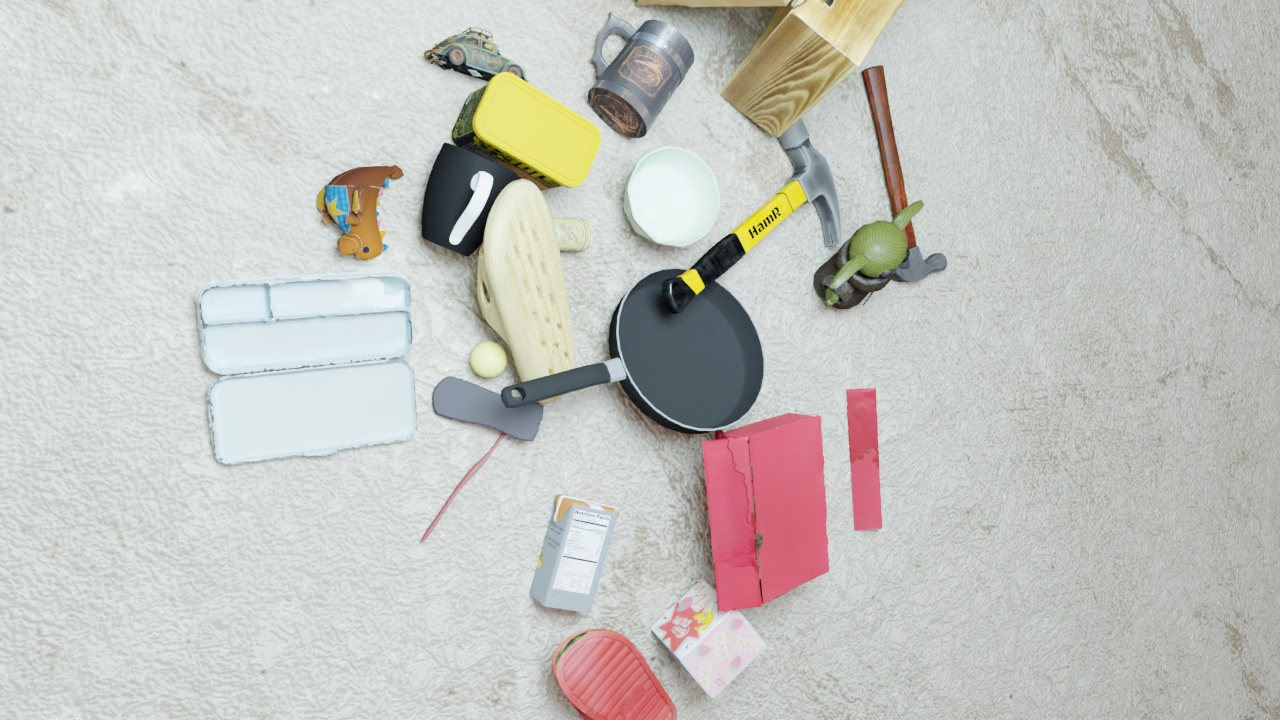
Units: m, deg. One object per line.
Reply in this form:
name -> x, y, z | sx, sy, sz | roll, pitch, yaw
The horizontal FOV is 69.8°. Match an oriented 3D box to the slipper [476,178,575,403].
slipper -> -0.135, -0.067, 0.988 | 0.111, 0.079, 0.262 | -57, 146, -45

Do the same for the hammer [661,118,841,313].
hammer -> 0.139, -0.155, 1.135 | 0.323, 0.034, 0.170 | -41, 112, -29

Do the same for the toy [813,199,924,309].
toy -> 0.290, -0.124, 1.188 | 0.179, 0.153, 0.078 | -42, 85, -19

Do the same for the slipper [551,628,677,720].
slipper -> -0.034, 0.394, 1.114 | 0.103, 0.059, 0.249 | -48, 130, -17

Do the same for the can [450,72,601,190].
can -> -0.125, -0.237, 0.975 | 0.130, 0.101, 0.072 | 26, 83, -28

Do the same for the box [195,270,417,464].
box -> -0.332, 0.005, 0.934 | 0.208, 0.038, 0.190 | -8, 107, -27

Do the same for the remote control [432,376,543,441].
remote control -> -0.170, 0.053, 1.021 | 0.124, 0.009, 0.046 | 18, 84, -16

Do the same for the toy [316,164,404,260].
toy -> -0.275, -0.154, 0.943 | 0.102, 0.071, 0.090 | -38, 126, -44

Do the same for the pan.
pan -> -0.006, 0.006, 1.045 | 0.354, 0.044, 0.204 | -15, 79, -34

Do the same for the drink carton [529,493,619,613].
drink carton -> -0.078, 0.225, 1.077 | 0.076, 0.048, 0.125 | 17, 87, -28

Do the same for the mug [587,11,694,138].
mug -> -0.012, -0.332, 1.047 | 0.116, 0.080, 0.107 | 34, 77, 0

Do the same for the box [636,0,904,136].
box -> 0.177, -0.471, 1.034 | 0.264, 0.270, 0.278 | 38, 77, -10

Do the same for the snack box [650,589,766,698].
snack box -> 0.083, 0.345, 1.145 | 0.094, 0.093, 0.079 | -41, 112, -11

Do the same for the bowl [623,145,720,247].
bowl -> 0.029, -0.188, 1.081 | 0.117, 0.061, 0.117 | 1, 88, -23

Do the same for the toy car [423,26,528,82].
toy car -> -0.171, -0.324, 0.972 | 0.111, 0.047, 0.047 | 10, 95, -29

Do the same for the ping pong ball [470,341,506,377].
ping pong ball -> -0.167, -0.001, 1.011 | 0.040, 0.040, 0.040 | -3, 96, -28

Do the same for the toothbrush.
toothbrush -> -0.191, 0.125, 1.027 | 0.015, 0.015, 0.184 | 40, 77, -22

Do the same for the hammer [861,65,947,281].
hammer -> 0.350, -0.254, 1.269 | 0.110, 0.028, 0.301 | -22, 105, -25

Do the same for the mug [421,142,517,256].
mug -> -0.180, -0.161, 0.946 | 0.085, 0.119, 0.100 | 21, 95, -23

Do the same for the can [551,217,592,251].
can -> -0.097, -0.143, 1.035 | 0.079, 0.038, 0.038 | -2, 96, -28

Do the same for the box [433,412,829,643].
box -> 0.011, 0.198, 1.085 | 0.466, 0.138, 0.214 | -9, 101, -20
